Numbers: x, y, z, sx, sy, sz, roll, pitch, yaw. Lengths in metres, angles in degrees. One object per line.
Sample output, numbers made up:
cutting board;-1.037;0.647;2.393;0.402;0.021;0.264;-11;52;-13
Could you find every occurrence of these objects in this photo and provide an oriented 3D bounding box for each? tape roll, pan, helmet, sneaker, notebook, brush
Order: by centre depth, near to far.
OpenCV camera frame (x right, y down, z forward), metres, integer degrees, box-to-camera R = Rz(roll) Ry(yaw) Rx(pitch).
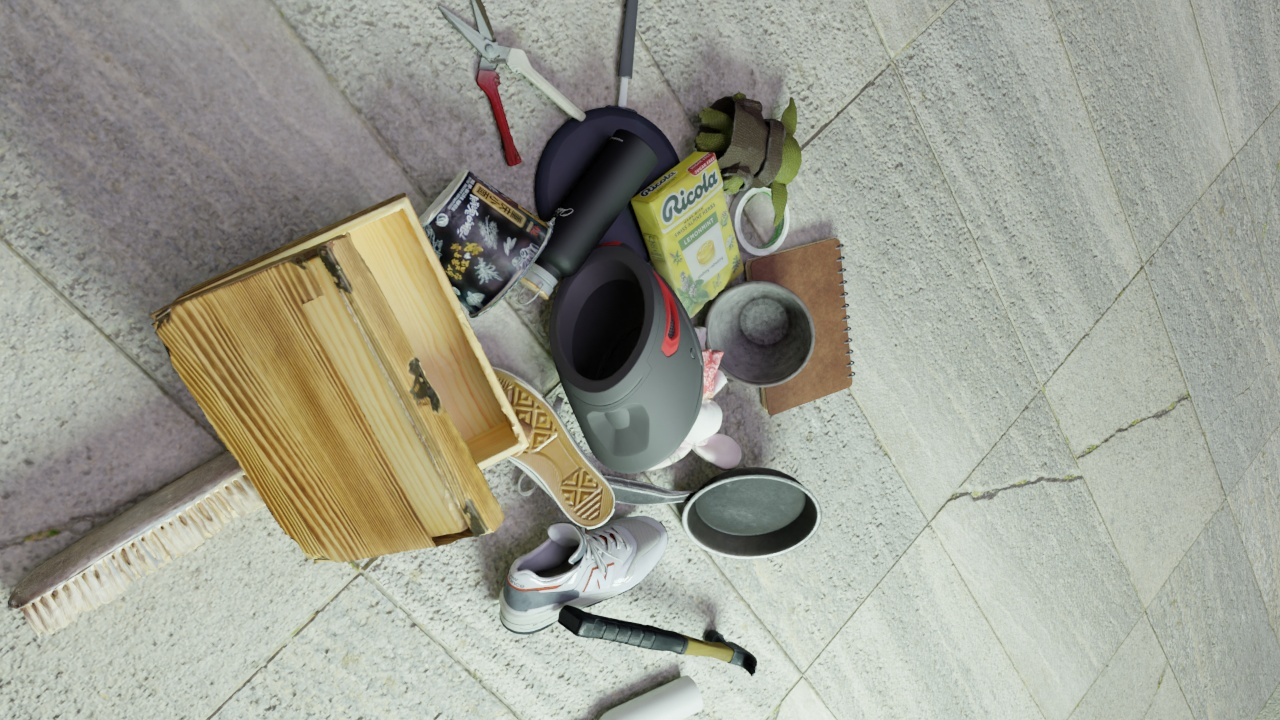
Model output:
brush;-0.473;0.166;0.901;0.270;0.083;0.057;-35;114;-21
helmet;-0.007;0.006;1.089;0.170;0.164;0.264;38;44;-54
sneaker;-0.123;0.100;1.096;0.118;0.088;0.241;-42;96;-4
pan;-0.024;-0.283;1.107;0.198;0.021;0.356;3;96;-27
sneaker;-0.069;0.242;1.128;0.239;0.089;0.124;-28;143;-21
pan;0.073;0.187;1.223;0.356;0.055;0.188;18;132;-15
tape roll;0.161;-0.190;1.242;0.093;0.018;0.094;-6;102;-30
notebook;0.232;-0.051;1.309;0.167;0.024;0.225;-17;109;-25

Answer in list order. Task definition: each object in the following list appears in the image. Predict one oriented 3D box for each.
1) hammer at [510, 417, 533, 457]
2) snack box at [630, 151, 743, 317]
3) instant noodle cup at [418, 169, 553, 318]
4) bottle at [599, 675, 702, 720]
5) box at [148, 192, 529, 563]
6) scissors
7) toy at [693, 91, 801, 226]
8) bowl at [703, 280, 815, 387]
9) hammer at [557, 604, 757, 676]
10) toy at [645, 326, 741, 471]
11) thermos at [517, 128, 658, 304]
hammer;-0.244;0.012;0.991;0.300;0.037;0.157;34;82;-17
snack box;0.065;-0.152;1.145;0.121;0.045;0.181;-40;129;-27
instant noodle cup;-0.181;-0.132;0.993;0.112;0.137;0.137;41;78;-19
bottle;-0.009;0.495;1.259;0.194;0.052;0.052;-15;107;-27
box;-0.272;0.034;0.826;0.269;0.263;0.279;-26;110;-6
scissors;-0.144;-0.313;1.033;0.179;0.015;0.195;4;102;-20
toy;0.138;-0.273;1.176;0.152;0.078;0.179;17;75;-32
bowl;0.161;-0.044;1.222;0.145;0.067;0.145;5;110;14
hammer;0.032;0.363;1.191;0.332;0.118;0.025;26;85;-40
toy;0.065;0.053;1.197;0.159;0.084;0.194;-2;99;-18
thermos;-0.070;-0.158;1.057;0.061;0.061;0.231;40;81;-30
